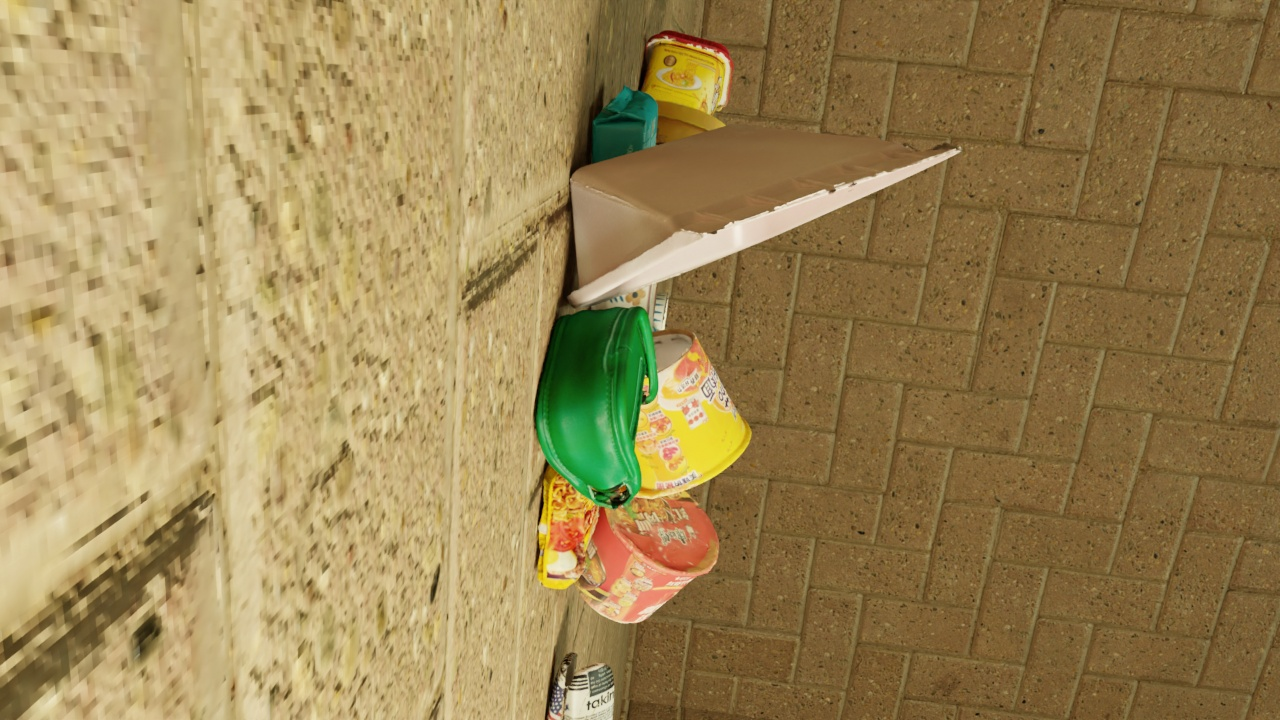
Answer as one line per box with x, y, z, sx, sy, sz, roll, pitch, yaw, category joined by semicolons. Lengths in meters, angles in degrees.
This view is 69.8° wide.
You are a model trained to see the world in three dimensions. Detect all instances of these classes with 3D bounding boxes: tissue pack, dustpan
-0.016;-0.167;0.802;0.093;0.050;0.134;-73;169;-63;tissue pack
0.065;-0.085;0.681;0.273;0.222;0.139;33;-43;53;dustpan

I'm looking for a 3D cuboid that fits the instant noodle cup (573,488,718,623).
-0.002;0.202;0.967;0.109;0.138;0.137;-55;-168;29;instant noodle cup

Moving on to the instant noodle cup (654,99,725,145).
0.020;-0.184;0.918;0.118;0.118;0.114;69;36;-83;instant noodle cup

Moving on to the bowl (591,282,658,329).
-0.015;-0.069;0.918;0.113;0.062;0.113;9;88;-85;bowl

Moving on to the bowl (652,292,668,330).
-0.003;-0.033;1.195;0.116;0.066;0.116;11;87;-87;bowl

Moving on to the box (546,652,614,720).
-0.080;0.381;0.944;0.075;0.082;0.163;-7;108;-52;box

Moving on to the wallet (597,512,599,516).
-0.051;0.097;0.904;0.131;0.031;0.108;-62;155;-82;wallet

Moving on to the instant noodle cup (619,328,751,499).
0.020;0.042;0.845;0.137;0.138;0.110;-77;146;-64;instant noodle cup

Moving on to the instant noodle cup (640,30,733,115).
0.048;-0.337;1.178;0.116;0.116;0.123;90;19;-68;instant noodle cup

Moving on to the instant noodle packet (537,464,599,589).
-0.055;0.118;0.768;0.128;0.044;0.111;-70;168;-77;instant noodle packet

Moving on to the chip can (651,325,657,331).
-0.006;0.006;1.021;0.210;0.071;0.071;-94;-170;-78;chip can

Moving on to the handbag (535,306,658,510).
-0.023;0.031;0.685;0.120;0.068;0.131;65;24;-46;handbag
